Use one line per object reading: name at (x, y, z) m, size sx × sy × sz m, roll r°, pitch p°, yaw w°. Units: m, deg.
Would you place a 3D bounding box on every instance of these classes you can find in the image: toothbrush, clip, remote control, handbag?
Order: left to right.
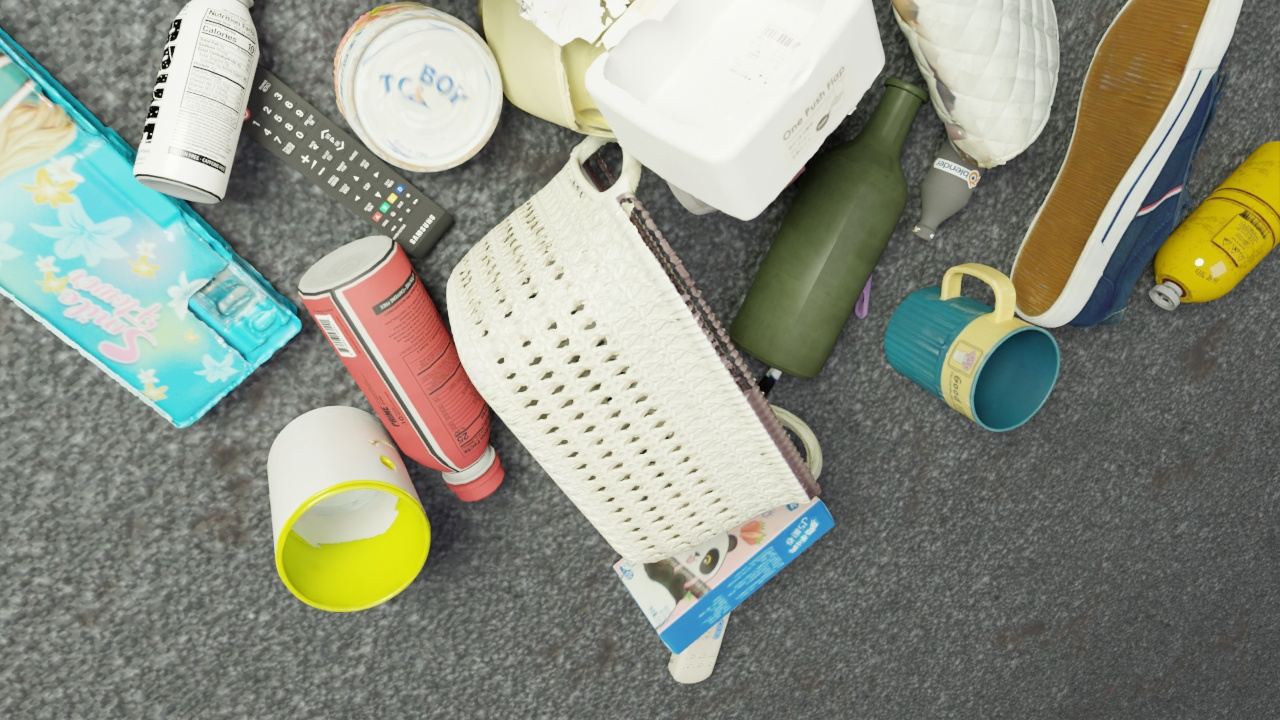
remote control at (-0.168, -0.110, 0.515) m, size 0.146 × 0.015 × 0.033 m, roll 39°, pitch 93°, yaw -33°
handbag at (-0.032, -0.181, 0.487) m, size 0.081 × 0.119 × 0.111 m, roll -1°, pitch 111°, yaw -32°
remote control at (0.056, 0.215, 0.768) m, size 0.038 × 0.018 × 0.126 m, roll 5°, pitch 109°, yaw -27°
toothbrush at (0.089, 0.029, 0.699) m, size 0.012 × 0.017 × 0.187 m, roll 36°, pitch 95°, yaw -20°
clip at (0.164, -0.056, 0.699) m, size 0.033 × 0.013 × 0.051 m, roll -3°, pitch 111°, yaw -26°
handbag at (0.201, -0.234, 0.579) m, size 0.195 × 0.073 × 0.138 m, roll 51°, pitch 49°, yaw -33°

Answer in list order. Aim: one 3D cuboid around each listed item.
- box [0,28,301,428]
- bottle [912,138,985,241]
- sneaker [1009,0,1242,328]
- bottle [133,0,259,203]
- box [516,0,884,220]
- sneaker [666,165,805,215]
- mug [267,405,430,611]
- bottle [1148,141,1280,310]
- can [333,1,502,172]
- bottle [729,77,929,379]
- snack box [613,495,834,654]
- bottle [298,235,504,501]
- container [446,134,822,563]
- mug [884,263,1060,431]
box at (-0.286, -0.068, 0.464) m, size 0.094 × 0.039 × 0.227 m, roll -41°, pitch 123°, yaw -4°
bottle at (0.234, -0.141, 0.679) m, size 0.036 × 0.036 × 0.110 m, roll 18°, pitch 104°, yaw -31°
sneaker at (0.399, -0.159, 0.711) m, size 0.127 × 0.120 × 0.295 m, roll 8°, pitch 112°, yaw -15°
bottle at (-0.214, -0.139, 0.452) m, size 0.041 × 0.041 × 0.116 m, roll 14°, pitch 83°, yaw -30°
box at (0.012, -0.155, 0.412) m, size 0.189 × 0.101 × 0.111 m, roll 38°, pitch 86°, yaw 9°
sneaker at (0.089, -0.188, 0.509) m, size 0.099 × 0.090 × 0.235 m, roll 37°, pitch 64°, yaw -47°
mug at (-0.176, 0.084, 0.546) m, size 0.082 × 0.106 × 0.083 m, roll -10°, pitch 116°, yaw -21°
bottle at (0.516, -0.111, 0.807) m, size 0.164 × 0.071 × 0.071 m, roll -44°, pitch 123°, yaw -1°
can at (-0.121, -0.150, 0.503) m, size 0.086 × 0.043 × 0.086 m, roll -11°, pitch 118°, yaw -22°
bottle at (0.136, -0.091, 0.635) m, size 0.071 × 0.071 × 0.207 m, roll 18°, pitch 104°, yaw -31°
snack box at (0.061, 0.141, 0.695) m, size 0.154 × 0.088 × 0.033 m, roll -39°, pitch 124°, yaw -5°
bottle at (-0.135, 0.014, 0.559) m, size 0.062 × 0.062 × 0.177 m, roll -30°, pitch 122°, yaw -10°
container at (-0.003, 0.003, 0.553) m, size 0.143 × 0.184 × 0.251 m, roll -34°, pitch 122°, yaw 2°
mug at (0.252, -0.019, 0.702) m, size 0.083 × 0.107 × 0.114 m, roll -13°, pitch 117°, yaw -18°
